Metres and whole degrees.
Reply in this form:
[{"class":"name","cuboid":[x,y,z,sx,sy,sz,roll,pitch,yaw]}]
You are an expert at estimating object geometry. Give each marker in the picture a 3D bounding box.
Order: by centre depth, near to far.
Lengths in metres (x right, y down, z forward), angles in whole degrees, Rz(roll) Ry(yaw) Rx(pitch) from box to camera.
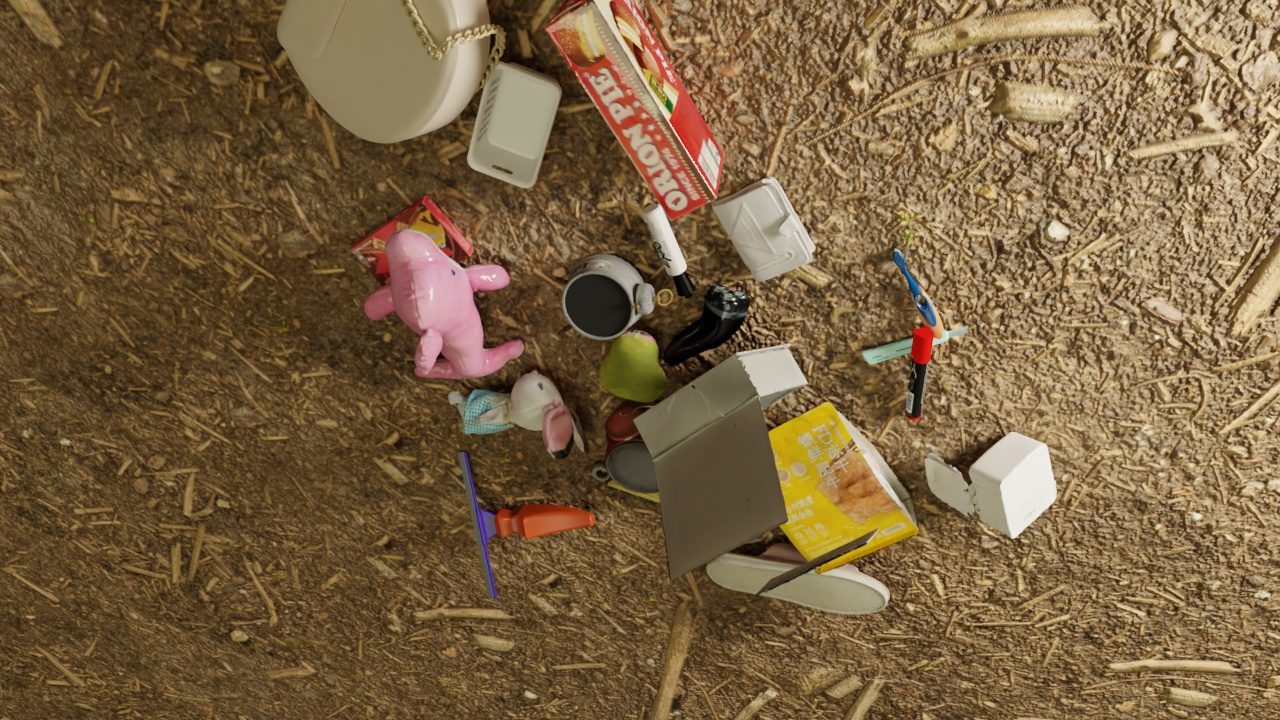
[{"class":"marker","cuboid":[0.036,-0.128,1.097,0.025,0.025,0.126,-14,122,19]},{"class":"marker","cuboid":[0.345,0.019,1.143,0.023,0.021,0.145,12,136,20]}]

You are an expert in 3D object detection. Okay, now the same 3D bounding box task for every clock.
[{"class":"clock","cuboid":[-0.033,-0.076,1.127,0.148,0.056,0.104,0,117,16]},{"class":"clock","cuboid":[0.009,0.112,1.243,0.120,0.072,0.158,13,132,0]}]

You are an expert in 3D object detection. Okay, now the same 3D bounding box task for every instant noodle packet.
[{"class":"instant noodle packet","cuboid":[0.249,0.167,1.252,0.163,0.084,0.221,-30,110,28]}]

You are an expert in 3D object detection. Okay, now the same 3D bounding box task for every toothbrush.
[{"class":"toothbrush","cuboid":[0.328,-0.078,1.086,0.022,0.017,0.135,-22,119,27]}]

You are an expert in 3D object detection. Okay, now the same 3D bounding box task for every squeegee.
[{"class":"squeegee","cuboid":[-0.160,0.243,1.387,0.185,0.055,0.250,-4,108,13]}]

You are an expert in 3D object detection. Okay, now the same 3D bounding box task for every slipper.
[{"class":"slipper","cuboid":[0.232,0.319,1.369,0.275,0.054,0.114,6,137,21]}]

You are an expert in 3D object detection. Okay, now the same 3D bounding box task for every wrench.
[{"class":"wrench","cuboid":[0.058,0.205,1.342,0.273,0.018,0.084,19,127,-4]}]

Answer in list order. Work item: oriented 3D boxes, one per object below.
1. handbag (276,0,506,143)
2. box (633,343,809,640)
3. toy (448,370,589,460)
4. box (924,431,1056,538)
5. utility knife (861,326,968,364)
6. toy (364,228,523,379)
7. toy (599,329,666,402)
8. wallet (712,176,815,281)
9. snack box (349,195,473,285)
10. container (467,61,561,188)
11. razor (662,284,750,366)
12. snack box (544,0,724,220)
[{"class":"handbag","cuboid":[-0.263,-0.334,0.929,0.208,0.103,0.211,42,124,2]},{"class":"box","cuboid":[0.091,0.110,1.048,0.167,0.367,0.150,-35,115,30]},{"class":"toy","cuboid":[-0.166,0.062,1.249,0.205,0.131,0.105,13,90,18]},{"class":"box","cuboid":[0.450,0.156,1.213,0.124,0.137,0.109,-35,120,-16]},{"class":"utility knife","cuboid":[0.338,-0.021,1.130,0.129,0.015,0.022,-17,120,18]},{"class":"toy","cuboid":[-0.248,-0.043,1.131,0.187,0.127,0.266,-11,142,6]},{"class":"toy","cuboid":[-0.007,0.007,1.183,0.090,0.051,0.110,17,138,5]},{"class":"wallet","cuboid":[0.143,-0.147,1.060,0.086,0.032,0.116,-25,118,28]},{"class":"snack box","cuboid":[-0.286,-0.139,1.147,0.133,0.021,0.089,-26,119,26]},{"class":"container","cuboid":[-0.135,-0.265,1.010,0.080,0.049,0.129,20,127,-5]},{"class":"razor","cuboid":[0.076,-0.042,1.141,0.141,0.052,0.063,-38,75,37]},{"class":"snack box","cuboid":[0.002,-0.271,0.942,0.060,0.113,0.236,-22,120,25]}]
